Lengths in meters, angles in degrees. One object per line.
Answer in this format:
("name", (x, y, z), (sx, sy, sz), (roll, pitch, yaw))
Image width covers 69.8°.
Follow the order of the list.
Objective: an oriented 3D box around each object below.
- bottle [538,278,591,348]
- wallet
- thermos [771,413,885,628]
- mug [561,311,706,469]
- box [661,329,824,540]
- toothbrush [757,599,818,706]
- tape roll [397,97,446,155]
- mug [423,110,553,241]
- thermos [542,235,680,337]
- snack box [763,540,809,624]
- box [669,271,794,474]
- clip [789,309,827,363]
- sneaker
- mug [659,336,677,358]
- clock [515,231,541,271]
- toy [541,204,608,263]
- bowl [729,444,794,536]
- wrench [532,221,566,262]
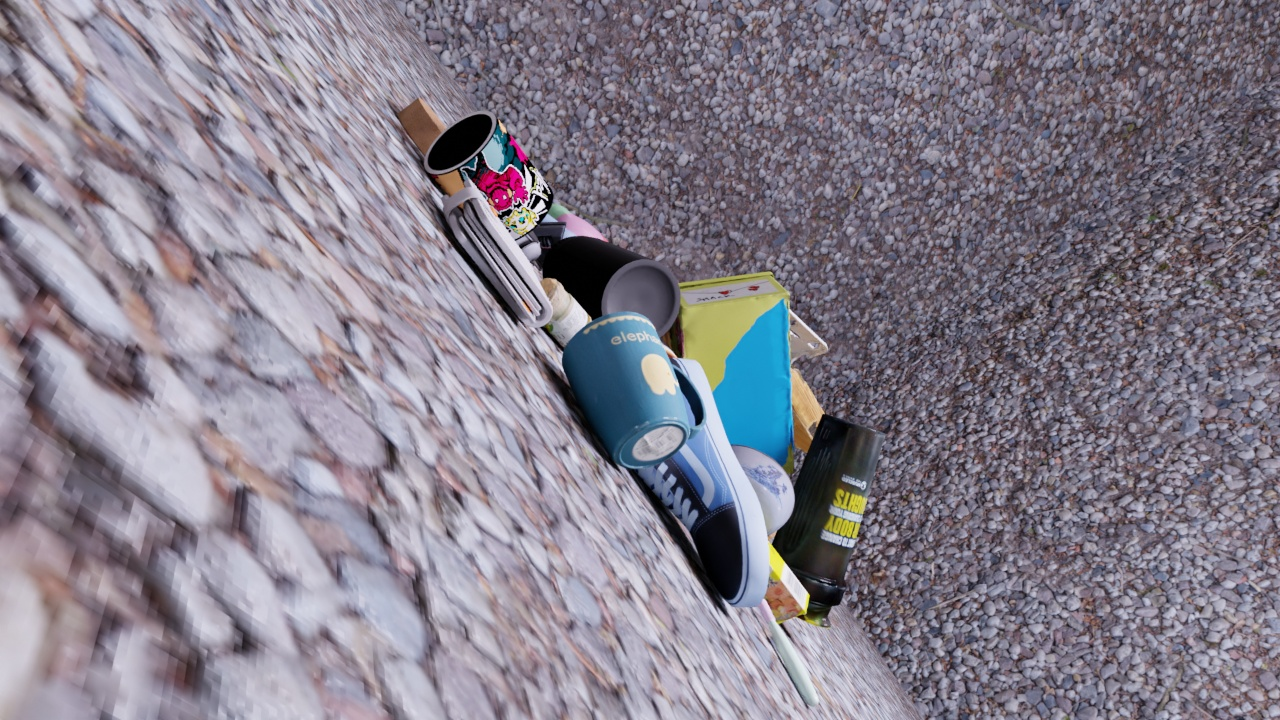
("bottle", (-0.065, -0.031, 0.872), (0.111, 0.043, 0.043), (49, 6, -43))
("wallet", (-0.115, -0.083, 0.755), (0.118, 0.037, 0.115), (55, 2, -36))
("thermos", (0.196, 0.172, 1.002), (0.098, 0.221, 0.098), (18, 0, 0))
("mug", (0.004, 0.029, 0.732), (0.112, 0.085, 0.104), (8, 42, -37))
("box", (0.118, 0.065, 1.240), (0.279, 0.192, 0.251), (48, 5, -47))
("toothbrush", (0.125, 0.252, 0.838), (0.154, 0.015, 0.022), (-121, -155, -54))
("tape roll", (-0.211, -0.226, 0.953), (0.094, 0.027, 0.094), (53, 3, -5))
("mug", (-0.146, -0.186, 0.891), (0.098, 0.082, 0.117), (50, 20, -42))
("thermos", (-0.042, -0.083, 0.977), (0.086, 0.086, 0.199), (52, -10, -29))
("snack box", (0.114, 0.201, 0.931), (0.148, 0.040, 0.028), (53, 28, -11))
("box", (0.099, 0.024, 0.996), (0.079, 0.124, 0.221), (-113, -166, -64))
("clip", (0.152, -0.023, 1.214), (0.126, 0.101, 0.152), (44, -36, -19))
("sneaker", (0.028, 0.100, 0.775), (0.084, 0.098, 0.241), (116, -35, -45))
("mug", (-0.006, 0.006, 0.972), (0.082, 0.082, 0.105), (52, 3, -25))
("clock", (-0.145, -0.147, 0.995), (0.122, 0.035, 0.094), (53, 3, -17))
("toy", (-0.069, -0.125, 1.286), (0.171, 0.120, 0.222), (45, -1, 22))
("bowl", (0.100, 0.148, 0.956), (0.114, 0.115, 0.045), (53, 34, -11))
("wrench", (-0.080, -0.081, 1.095), (0.273, 0.073, 0.022), (59, 26, -26))
